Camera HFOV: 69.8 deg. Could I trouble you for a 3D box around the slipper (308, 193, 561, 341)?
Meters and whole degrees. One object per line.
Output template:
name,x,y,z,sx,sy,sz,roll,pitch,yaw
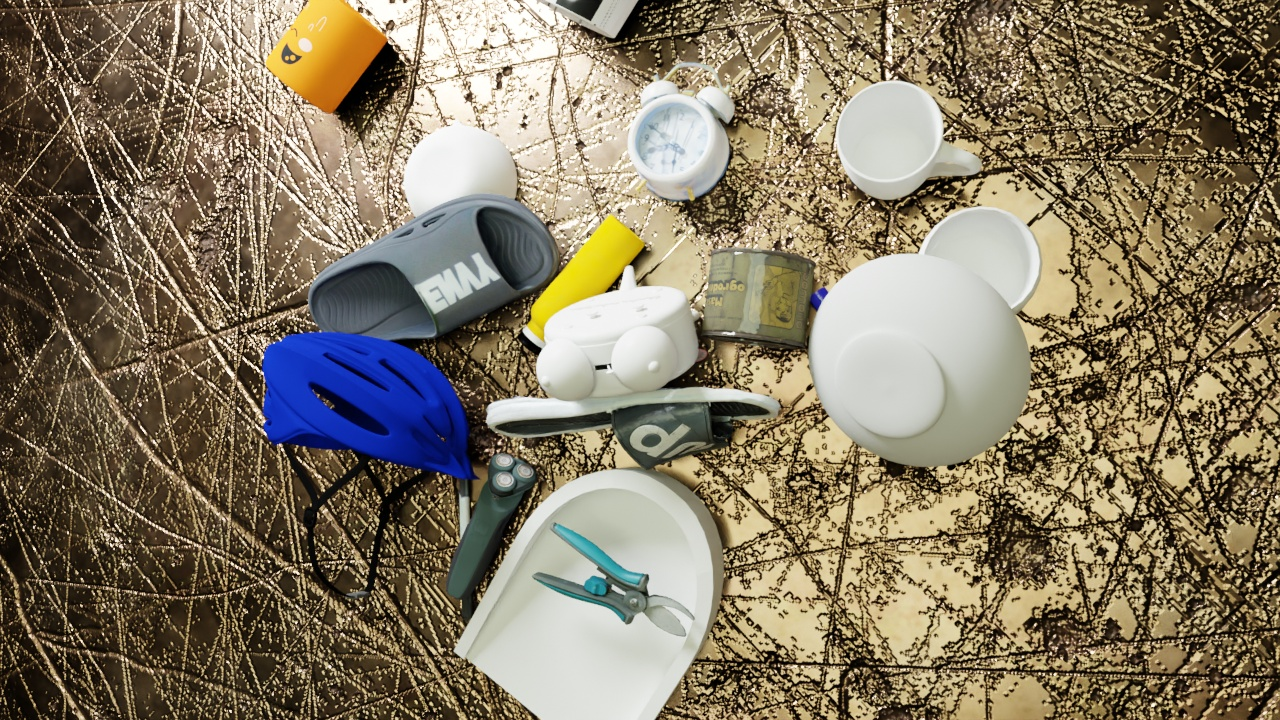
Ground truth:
slipper,-0.208,-0.073,0.854,0.269,0.083,0.111,-17,110,18

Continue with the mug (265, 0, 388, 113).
mug,-0.322,-0.319,0.930,0.096,0.077,0.112,-49,45,8

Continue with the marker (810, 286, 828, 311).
marker,0.194,-0.003,0.785,0.020,0.020,0.141,-39,77,10

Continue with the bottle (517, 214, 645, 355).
bottle,-0.058,-0.067,0.849,0.043,0.043,0.144,43,98,14

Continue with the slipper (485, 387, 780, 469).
slipper,-0.009,0.062,0.794,0.264,0.111,0.063,-2,77,18

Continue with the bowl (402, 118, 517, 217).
bowl,-0.182,-0.176,0.886,0.115,0.050,0.114,-1,86,16

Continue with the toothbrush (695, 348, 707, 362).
toothbrush,-0.005,0.005,0.843,0.135,0.016,0.021,-11,82,15

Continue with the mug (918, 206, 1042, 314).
mug,0.269,-0.063,0.742,0.094,0.068,0.115,16,91,16

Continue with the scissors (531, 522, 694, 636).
scissors,-0.031,0.193,0.794,0.155,0.019,0.126,-19,90,21

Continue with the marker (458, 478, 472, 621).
marker,-0.169,0.174,0.883,0.011,0.011,0.152,-4,85,16

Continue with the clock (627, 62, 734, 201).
clock,0.036,-0.207,0.828,0.089,0.052,0.125,12,87,17

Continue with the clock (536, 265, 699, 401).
clock,-0.018,-0.024,0.772,0.125,0.160,0.073,-8,110,15

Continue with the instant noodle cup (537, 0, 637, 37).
instant noodle cup,-0.036,-0.369,0.829,0.123,0.123,0.122,30,104,15

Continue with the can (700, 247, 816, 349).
can,0.099,-0.050,0.778,0.090,0.089,0.074,7,88,16

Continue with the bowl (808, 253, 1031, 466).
bowl,0.205,0.009,0.716,0.177,0.066,0.177,17,119,32

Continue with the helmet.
helmet,-0.267,0.090,0.842,0.242,0.147,0.227,19,87,16

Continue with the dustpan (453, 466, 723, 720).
dustpan,-0.038,0.219,0.820,0.191,0.053,0.258,34,96,15

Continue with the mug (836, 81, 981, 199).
mug,0.220,-0.170,0.752,0.114,0.087,0.081,20,92,16

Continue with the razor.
razor,-0.144,0.158,0.857,0.047,0.052,0.143,26,97,6
